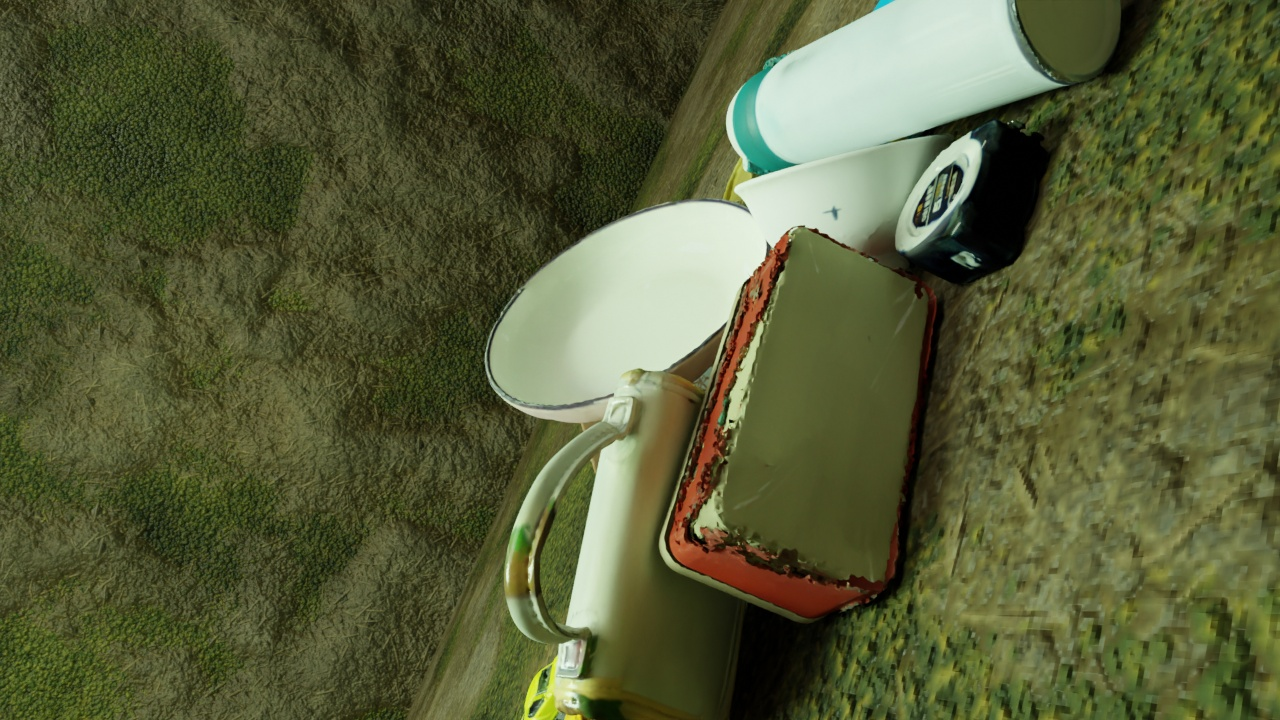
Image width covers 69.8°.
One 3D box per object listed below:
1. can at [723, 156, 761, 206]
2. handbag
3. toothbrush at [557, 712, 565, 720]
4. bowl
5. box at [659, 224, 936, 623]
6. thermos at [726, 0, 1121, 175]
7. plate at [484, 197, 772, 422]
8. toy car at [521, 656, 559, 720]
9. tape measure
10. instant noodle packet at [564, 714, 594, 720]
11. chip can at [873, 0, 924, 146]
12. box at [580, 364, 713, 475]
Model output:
[{"bbox_3d":[0.103,-0.104,0.642,0.057,0.083,0.101,-57,11,46],"label":"can"},{"bbox_3d":[-0.008,0.086,0.435,0.063,0.178,0.163,-2,64,30],"label":"handbag"},{"bbox_3d":[-0.027,0.245,0.671,0.190,0.016,0.014,128,158,-53],"label":"toothbrush"},{"bbox_3d":[0.115,-0.077,0.501,0.118,0.118,0.065,-156,54,-82],"label":"bowl"},{"bbox_3d":[0.076,0.021,0.415,0.078,0.091,0.168,123,169,-57],"label":"box"},{"bbox_3d":[0.125,-0.149,0.476,0.225,0.073,0.073,-1,63,62],"label":"thermos"},{"bbox_3d":[-0.004,-0.028,0.568,0.193,0.039,0.192,-21,35,15],"label":"plate"},{"bbox_3d":[-0.078,0.288,0.809,0.105,0.032,0.048,-60,9,21],"label":"toy car"},{"bbox_3d":[0.150,-0.070,0.424,0.065,0.033,0.066,-65,10,-13],"label":"tape measure"},{"bbox_3d":[-0.040,0.276,0.562,0.128,0.044,0.110,175,113,-85],"label":"instant noodle packet"},{"bbox_3d":[0.184,-0.219,0.515,0.211,0.071,0.071,-58,11,40],"label":"chip can"},{"bbox_3d":[-0.007,0.004,0.727,0.150,0.166,0.182,-63,8,9],"label":"box"}]
